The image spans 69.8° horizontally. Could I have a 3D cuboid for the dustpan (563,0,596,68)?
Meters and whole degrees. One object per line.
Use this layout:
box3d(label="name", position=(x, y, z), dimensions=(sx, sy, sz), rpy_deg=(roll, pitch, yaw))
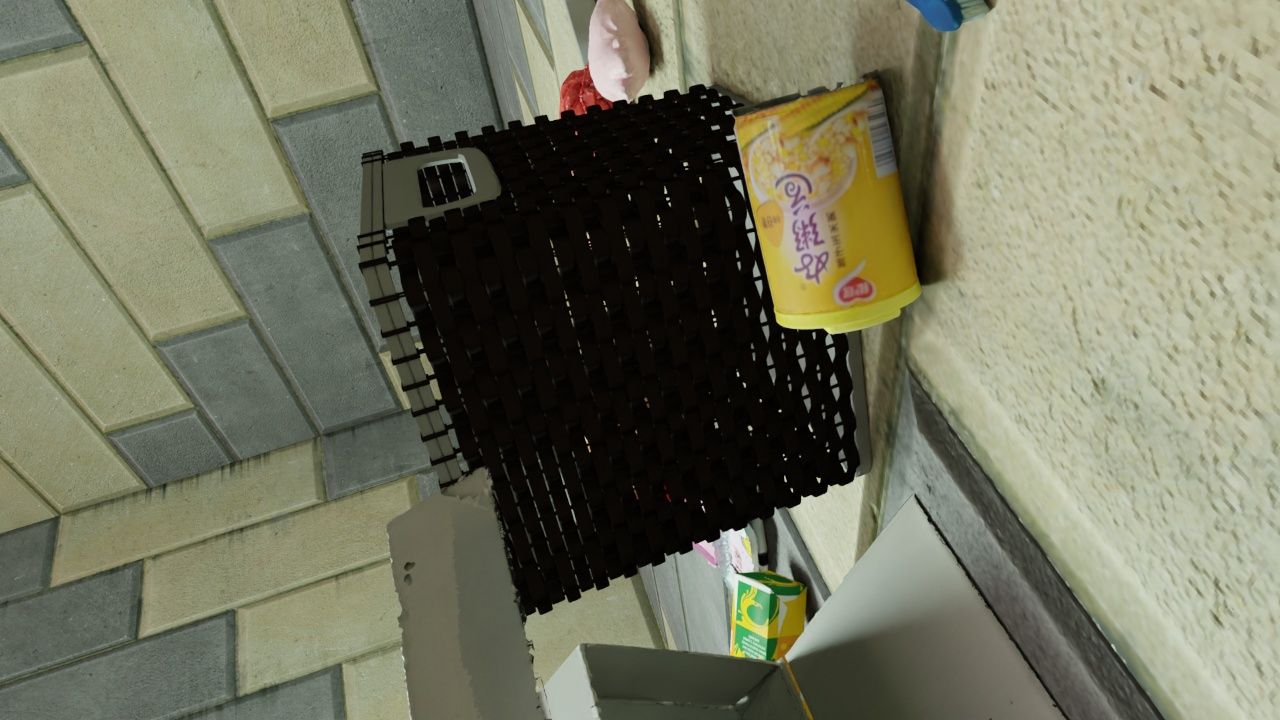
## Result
box3d(label="dustpan", position=(-0.071, -0.385, 0.968), dimensions=(0.258, 0.033, 0.163), rpy_deg=(-162, 56, -81))

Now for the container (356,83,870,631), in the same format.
box3d(label="container", position=(-0.019, -0.024, 0.594), dimensions=(0.247, 0.243, 0.246), rpy_deg=(-120, 15, -60))

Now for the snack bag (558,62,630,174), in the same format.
box3d(label="snack bag", position=(-0.049, -0.248, 0.978), dimensions=(0.176, 0.082, 0.082), rpy_deg=(137, 116, -82))

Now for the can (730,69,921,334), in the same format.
box3d(label="can", position=(0.085, -0.070, 0.415), dimensions=(0.067, 0.067, 0.105), rpy_deg=(-135, 29, -75))

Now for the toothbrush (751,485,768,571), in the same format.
box3d(label="toothbrush", position=(0.125, 0.193, 0.932), dimensions=(0.017, 0.012, 0.187), rpy_deg=(41, 150, 51))

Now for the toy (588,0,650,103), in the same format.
box3d(label="toy", position=(-0.017, -0.256, 0.783), dimensions=(0.095, 0.052, 0.099), rpy_deg=(-105, 8, -51))

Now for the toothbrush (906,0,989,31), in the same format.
box3d(label="toothbrush", position=(0.095, -0.154, 0.361), dimensions=(0.135, 0.017, 0.022), rpy_deg=(-113, 13, -52))

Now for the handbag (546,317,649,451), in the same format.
box3d(label="handbag", position=(-0.066, 0.017, 1.162), dimensions=(0.117, 0.187, 0.198), rpy_deg=(89, -156, -48))

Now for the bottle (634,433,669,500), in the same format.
box3d(label="bottle", position=(0.027, 0.121, 1.096), dimensions=(0.099, 0.111, 0.099), rpy_deg=(161, 91, -83))

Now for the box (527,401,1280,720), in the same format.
box3d(label="box", position=(0.172, 0.185, 0.504), dimensions=(0.165, 0.446, 0.167), rpy_deg=(66, 180, -45))

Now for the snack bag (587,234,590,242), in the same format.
box3d(label="snack bag", position=(-0.052, -0.170, 1.299), dimensions=(0.225, 0.041, 0.077), rpy_deg=(81, 169, -57))

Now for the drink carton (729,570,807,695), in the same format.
box3d(label="drink carton", position=(0.114, 0.259, 0.833), dimensions=(0.058, 0.041, 0.122), rpy_deg=(4, 90, 63))

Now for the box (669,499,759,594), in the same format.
box3d(label="box", position=(0.087, 0.180, 0.982), dimensions=(0.153, 0.041, 0.201), rpy_deg=(46, 160, 35))

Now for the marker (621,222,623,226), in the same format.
box3d(label="marker", position=(-0.004, -0.142, 1.072), dimensions=(0.138, 0.022, 0.016), rpy_deg=(-116, 26, -52))

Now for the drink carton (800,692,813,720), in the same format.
box3d(label="drink carton", position=(0.150, 0.324, 0.851), dimensions=(0.059, 0.040, 0.122), rpy_deg=(-67, 33, 37))

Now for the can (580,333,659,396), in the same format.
box3d(label="can", position=(-0.006, 0.006, 1.040), dimensions=(0.067, 0.121, 0.067), rpy_deg=(162, 91, -82))
